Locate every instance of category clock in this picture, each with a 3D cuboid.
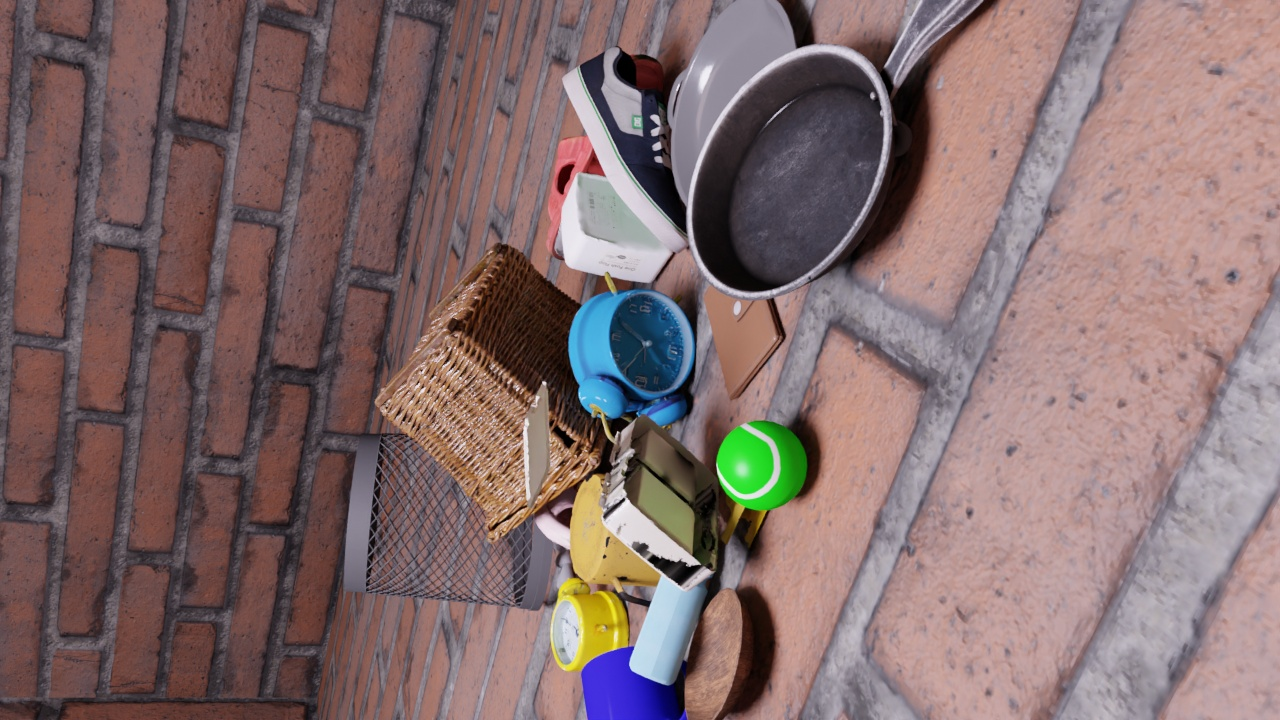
[{"bbox_3d":[-0.005,0.005,0.857,0.060,0.116,0.161,-17,67,52],"label":"clock"},{"bbox_3d":[-0.058,0.275,0.948,0.119,0.057,0.083,23,104,60],"label":"clock"}]

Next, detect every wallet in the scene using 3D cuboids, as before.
[{"bbox_3d":[0.084,-0.038,0.786,0.088,0.013,0.120,122,148,-43],"label":"wallet"}]

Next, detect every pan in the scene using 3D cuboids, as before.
[{"bbox_3d":[0.112,-0.203,0.765,0.354,0.024,0.217,39,118,58],"label":"pan"},{"bbox_3d":[0.153,-0.179,0.605,0.358,0.055,0.187,-42,48,34],"label":"pan"}]

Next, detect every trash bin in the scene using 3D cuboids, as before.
[{"bbox_3d":[-0.233,0.191,1.124,0.218,0.227,0.217,-175,91,-77],"label":"trash bin"}]

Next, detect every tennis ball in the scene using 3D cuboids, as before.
[{"bbox_3d":[0.088,0.076,0.668,0.065,0.065,0.065,-172,90,-67],"label":"tennis ball"}]

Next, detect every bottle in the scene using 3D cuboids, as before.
[{"bbox_3d":[0.031,0.198,0.758,0.040,0.040,0.130,-10,56,66],"label":"bottle"}]

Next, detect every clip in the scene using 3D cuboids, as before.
[{"bbox_3d":[0.084,0.117,0.728,0.049,0.044,0.054,-34,-34,-61],"label":"clip"}]

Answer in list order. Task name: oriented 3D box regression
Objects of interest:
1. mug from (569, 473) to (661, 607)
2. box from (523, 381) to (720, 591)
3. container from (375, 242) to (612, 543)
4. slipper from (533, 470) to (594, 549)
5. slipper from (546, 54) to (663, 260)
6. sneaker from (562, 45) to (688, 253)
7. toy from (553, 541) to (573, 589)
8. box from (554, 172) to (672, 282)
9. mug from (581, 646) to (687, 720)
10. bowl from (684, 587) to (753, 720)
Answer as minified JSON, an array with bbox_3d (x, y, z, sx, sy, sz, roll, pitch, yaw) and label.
[{"bbox_3d":[-0.005,0.163,0.818,0.101,0.094,0.123,123,147,-44],"label":"mug"},{"bbox_3d":[-0.026,0.093,0.727,0.070,0.186,0.143,-44,11,20],"label":"box"},{"bbox_3d":[-0.135,0.015,0.927,0.163,0.183,0.249,-40,19,26],"label":"container"},{"bbox_3d":[-0.062,0.146,0.964,0.056,0.106,0.221,-59,21,10],"label":"slipper"},{"bbox_3d":[-0.050,-0.234,1.052,0.059,0.103,0.249,36,110,34],"label":"slipper"},{"bbox_3d":[0.003,-0.218,0.920,0.079,0.084,0.235,-33,70,18],"label":"sneaker"},{"bbox_3d":[-0.091,0.213,1.083,0.049,0.030,0.111,121,150,-51],"label":"toy"},{"bbox_3d":[-0.043,-0.126,0.995,0.137,0.109,0.120,127,145,-47],"label":"box"},{"bbox_3d":[0.005,0.294,0.783,0.111,0.079,0.083,-38,42,25],"label":"mug"},{"bbox_3d":[0.066,0.232,0.707,0.101,0.026,0.114,-85,16,-46],"label":"bowl"}]
